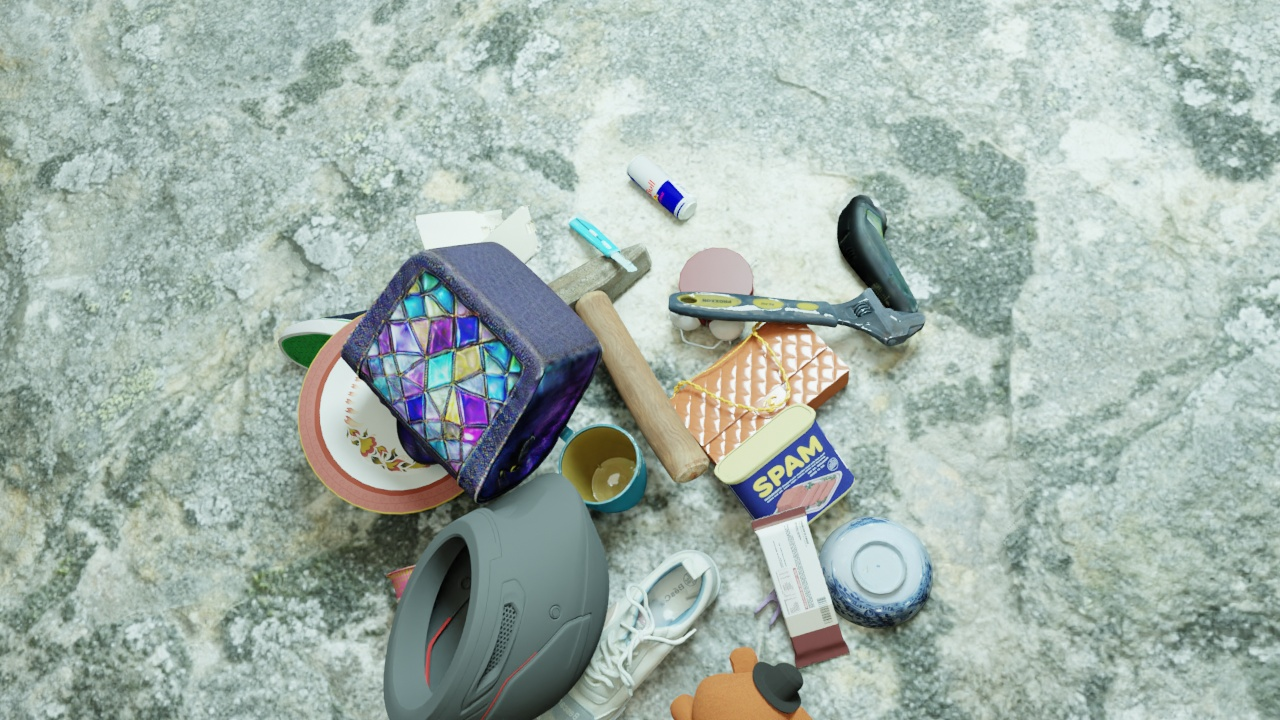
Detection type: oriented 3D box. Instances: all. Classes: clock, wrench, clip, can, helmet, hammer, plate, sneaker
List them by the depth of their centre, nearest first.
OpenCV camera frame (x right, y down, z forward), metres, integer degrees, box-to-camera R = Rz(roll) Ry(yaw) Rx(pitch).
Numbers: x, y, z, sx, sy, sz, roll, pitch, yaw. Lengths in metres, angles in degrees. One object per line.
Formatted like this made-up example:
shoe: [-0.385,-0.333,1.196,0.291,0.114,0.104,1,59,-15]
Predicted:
helmet: [-0.117,0.234,0.864,0.164,0.169,0.264,-2,68,51]
sneaker: [-0.017,0.280,0.912,0.242,0.091,0.089,-45,72,-6]
can: [0.149,0.116,0.935,0.116,0.056,0.092,-38,108,-4]
clip: [0.138,0.245,0.939,0.035,0.013,0.051,33,78,17]
plate: [-0.251,0.050,0.982,0.230,0.021,0.229,-1,75,3]
wrench: [0.166,-0.051,0.984,0.273,0.022,0.073,4,50,2]
hammer: [-0.006,0.006,0.993,0.158,0.037,0.300,-29,57,-1]
clock: [0.083,-0.072,1.035,0.087,0.044,0.124,15,75,14]
sneaker: [-0.306,-0.034,1.077,0.235,0.084,0.078,-3,47,11]
can: [0.026,-0.207,1.096,0.032,0.032,0.095,-44,71,-7]

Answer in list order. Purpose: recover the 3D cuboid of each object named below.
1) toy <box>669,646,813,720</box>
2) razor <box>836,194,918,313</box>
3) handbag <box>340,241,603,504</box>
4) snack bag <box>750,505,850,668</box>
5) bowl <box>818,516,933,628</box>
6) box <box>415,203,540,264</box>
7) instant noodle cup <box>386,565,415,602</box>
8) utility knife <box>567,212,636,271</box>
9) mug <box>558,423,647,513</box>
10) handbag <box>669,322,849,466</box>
toy: [0.085,0.353,0.870,0.112,0.096,0.176,49,113,20]
razor: [0.268,-0.113,1.021,0.067,0.054,0.151,-23,75,-19]
handbag: [-0.172,0.015,0.898,0.205,0.125,0.223,44,117,13]
snack bag: [0.159,0.226,0.913,0.057,0.013,0.158,-18,95,2]
bowl: [0.236,0.209,0.917,0.114,0.045,0.114,-3,71,8]
box: [-0.180,-0.110,0.998,0.106,0.193,0.143,-12,62,-26]
instant noodle cup: [-0.204,0.263,0.952,0.098,0.098,0.108,-15,77,4]
utility knife: [-0.041,-0.135,1.060,0.022,0.015,0.151,-35,44,-12]
mug: [-0.043,0.109,0.965,0.112,0.104,0.084,40,83,21]
handbag: [0.123,0.029,0.990,0.172,0.060,0.109,-38,66,-4]
